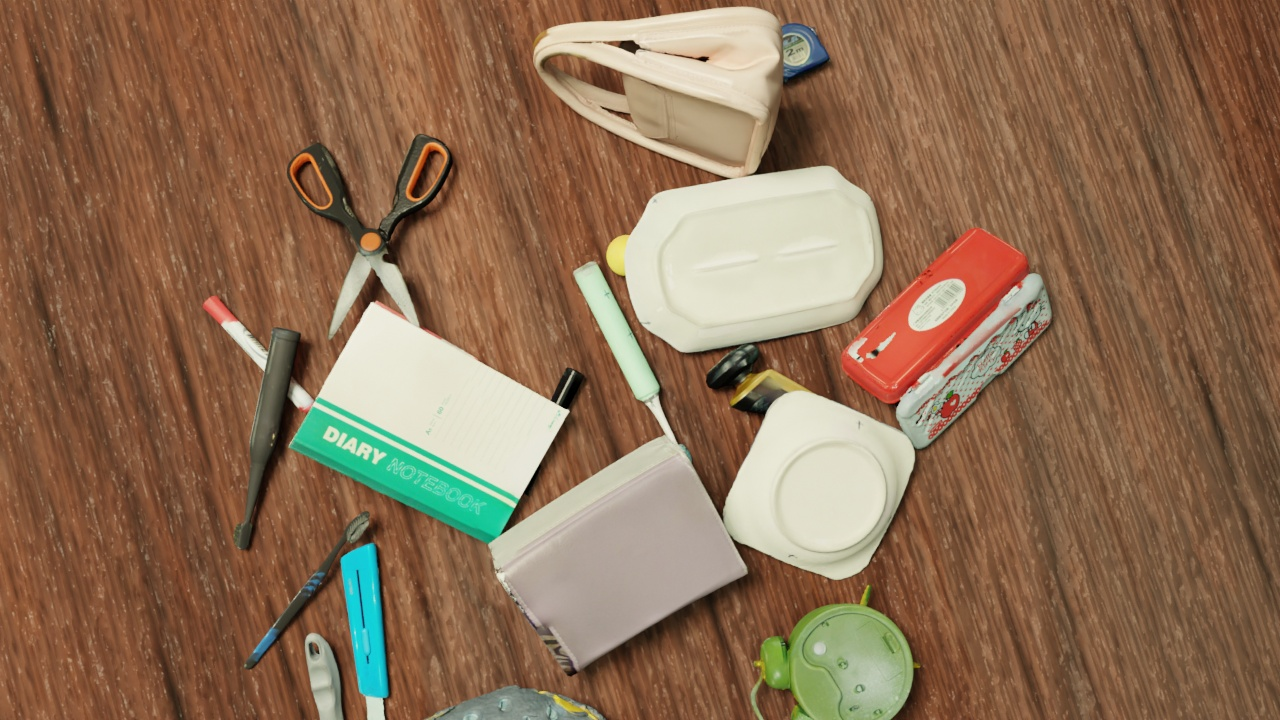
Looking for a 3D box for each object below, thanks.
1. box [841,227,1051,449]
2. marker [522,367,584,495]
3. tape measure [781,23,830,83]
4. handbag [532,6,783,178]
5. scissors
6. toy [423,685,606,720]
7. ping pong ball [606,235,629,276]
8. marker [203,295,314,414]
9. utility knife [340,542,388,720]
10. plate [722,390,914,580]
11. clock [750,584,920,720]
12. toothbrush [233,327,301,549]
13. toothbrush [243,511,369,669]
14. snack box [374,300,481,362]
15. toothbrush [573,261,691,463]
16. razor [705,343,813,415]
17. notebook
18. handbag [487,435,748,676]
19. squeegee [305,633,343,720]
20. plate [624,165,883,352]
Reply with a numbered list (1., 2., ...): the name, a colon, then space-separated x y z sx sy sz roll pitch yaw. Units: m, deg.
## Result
1. box: 0.308 -0.020 0.914 0.201 0.100 0.112 -43 55 -5
2. marker: -0.091 0.069 0.893 0.022 0.020 0.132 27 85 -18
3. tape measure: 0.157 -0.314 0.935 0.058 0.025 0.054 -26 85 -9
4. handbag: 0.012 -0.254 0.848 0.234 0.193 0.093 12 83 6
5. scissors: -0.260 -0.130 0.881 0.230 0.022 0.220 35 75 10
6. toy: -0.098 0.370 0.825 0.356 0.092 0.137 15 64 -8
7. ping pong ball: -0.013 -0.103 0.900 0.040 0.040 0.040 0 85 -3
8. marker: -0.366 -0.005 0.884 0.017 0.017 0.145 -44 89 -6
9. utility knife: -0.255 0.280 0.868 0.034 0.018 0.209 -8 87 -4
10. plate: 0.175 0.124 0.872 0.164 0.034 0.164 22 97 -10
11. clock: 0.180 0.297 0.872 0.161 0.056 0.116 -31 87 -5
12. toothbrush: -0.355 0.074 0.864 0.027 0.026 0.212 15 93 36
13. toothbrush: -0.312 0.217 0.860 0.189 0.016 0.014 -52 131 1
14. snack box: -0.232 0.027 0.875 0.113 0.044 0.127 29 85 -1
15. toothbrush: -0.005 0.005 0.899 0.027 0.027 0.224 -29 87 31
16. razor: 0.147 0.039 0.897 0.167 0.062 0.067 28 60 -6
17. notebook: -0.191 0.062 0.847 0.209 0.012 0.150 30 86 -16
18. handbag: -0.019 0.180 0.849 0.197 0.098 0.145 -31 104 -6
19. squeegee: -0.280 0.374 0.848 0.246 0.039 0.246 -12 83 -2
20. plate: 0.118 -0.099 0.888 0.265 0.034 0.162 -10 96 -11
